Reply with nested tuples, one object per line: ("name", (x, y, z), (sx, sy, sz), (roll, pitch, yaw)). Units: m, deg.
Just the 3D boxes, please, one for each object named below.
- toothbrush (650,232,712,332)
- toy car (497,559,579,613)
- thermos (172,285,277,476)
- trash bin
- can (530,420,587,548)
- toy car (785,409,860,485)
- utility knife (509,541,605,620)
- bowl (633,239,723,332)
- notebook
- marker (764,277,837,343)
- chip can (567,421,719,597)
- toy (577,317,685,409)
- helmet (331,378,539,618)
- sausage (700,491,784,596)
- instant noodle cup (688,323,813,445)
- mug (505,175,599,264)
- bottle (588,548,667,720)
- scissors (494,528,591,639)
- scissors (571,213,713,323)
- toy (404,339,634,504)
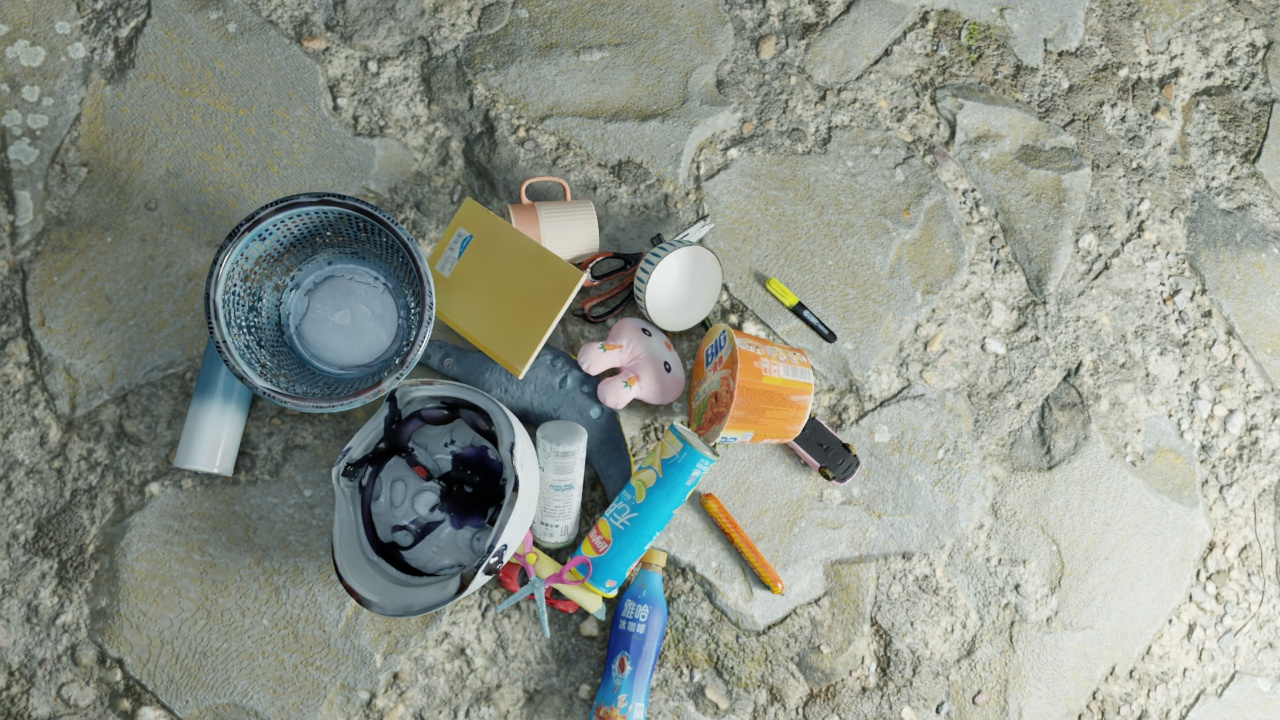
("toothbrush", (0.064, -0.085, 1.207), (0.017, 0.012, 0.186), (-28, 85, -8))
("toy car", (-0.119, 0.264, 1.095), (0.106, 0.031, 0.049), (23, 74, -3))
("thermos", (-0.481, 0.022, 1.063), (0.070, 0.070, 0.220), (10, 77, -8))
("trash bin", (-0.340, -0.055, 1.027), (0.226, 0.195, 0.226), (0, 87, -9))
("can", (-0.096, 0.144, 1.070), (0.058, 0.058, 0.147), (2, 117, -10))
("toy car", (0.228, 0.109, 1.185), (0.056, 0.037, 0.122), (-42, 76, -18))
("utility knife", (-0.105, 0.250, 1.073), (0.163, 0.018, 0.031), (32, 72, 14))
("bowl", (0.039, -0.101, 1.160), (0.116, 0.066, 0.117), (-15, 121, -26))
("notebook", (-0.175, -0.090, 1.092), (0.206, 0.010, 0.146), (34, 94, 26))
("marker", (0.216, -0.067, 1.228), (0.124, 0.015, 0.018), (42, 78, -1))
("chip can", (0.003, 0.174, 1.075), (0.071, 0.071, 0.210), (37, 97, -1))
("toy", (-0.007, 0.007, 1.124), (0.159, 0.054, 0.121), (-23, 79, -51))
("helmet", (-0.216, 0.155, 1.032), (0.229, 0.145, 0.258), (22, 89, 23))
("sausage", (0.128, 0.229, 1.149), (0.021, 0.021, 0.165), (-38, 87, -15))
("instant noodle cup", (0.137, 0.036, 1.131), (0.111, 0.152, 0.151), (8, 77, -17))
("mug", (-0.113, -0.174, 1.151), (0.105, 0.081, 0.114), (-8, 104, -13))
("bottle", (-0.007, 0.332, 1.082), (0.065, 0.065, 0.218), (15, 76, -7))
("scissors", (-0.114, 0.253, 1.058), (0.136, 0.017, 0.133), (-13, 84, 11))
("scissors", (0.001, -0.133, 1.172), (0.193, 0.015, 0.207), (18, 103, -38))
("toy", (-0.120, 0.052, 1.115), (0.356, 0.091, 0.138), (33, 103, -1))
